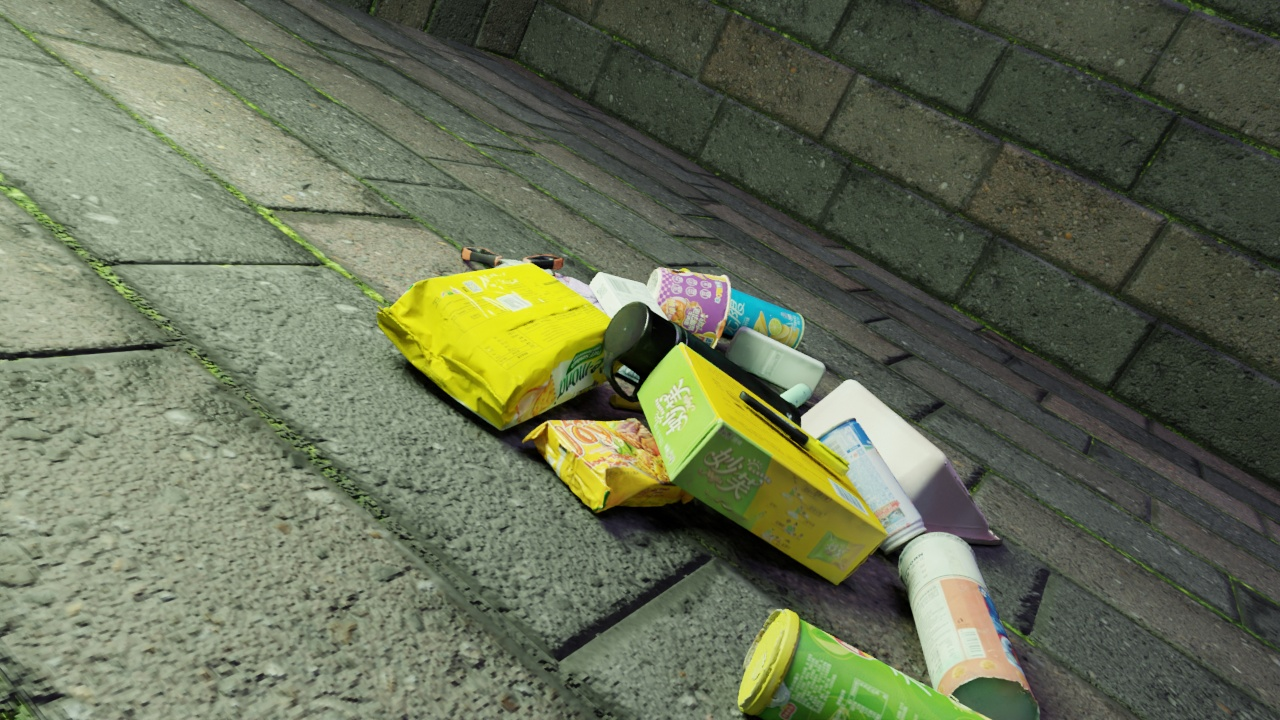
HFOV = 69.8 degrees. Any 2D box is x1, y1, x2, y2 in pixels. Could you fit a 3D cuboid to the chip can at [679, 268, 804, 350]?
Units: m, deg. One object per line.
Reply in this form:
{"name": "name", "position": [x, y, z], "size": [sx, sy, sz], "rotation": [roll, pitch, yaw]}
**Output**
{"name": "chip can", "position": [0.143, -0.071, 1.378], "size": [0.210, 0.071, 0.071], "rotation": [18, 21, -23]}

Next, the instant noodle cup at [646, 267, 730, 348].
{"name": "instant noodle cup", "position": [0.057, -0.074, 1.231], "size": [0.099, 0.112, 0.111], "rotation": [15, 21, -12]}

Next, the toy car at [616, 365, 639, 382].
{"name": "toy car", "position": [-0.006, 0.006, 1.039], "size": [0.090, 0.034, 0.042], "rotation": [30, 16, 4]}

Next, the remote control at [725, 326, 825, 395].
{"name": "remote control", "position": [0.186, 0.003, 1.265], "size": [0.136, 0.056, 0.020], "rotation": [25, 21, -4]}

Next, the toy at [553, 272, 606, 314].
{"name": "toy", "position": [-0.092, -0.084, 1.151], "size": [0.108, 0.039, 0.083], "rotation": [22, 18, -15]}

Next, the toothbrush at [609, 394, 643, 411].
{"name": "toothbrush", "position": [0.046, 0.054, 1.004], "size": [0.189, 0.017, 0.015], "rotation": [12, 25, -37]}

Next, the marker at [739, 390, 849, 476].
{"name": "marker", "position": [0.138, 0.064, 0.819], "size": [0.124, 0.015, 0.018], "rotation": [36, 9, -10]}

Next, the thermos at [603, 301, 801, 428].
{"name": "thermos", "position": [0.061, 0.032, 0.935], "size": [0.242, 0.090, 0.068], "rotation": [32, 0, -35]}

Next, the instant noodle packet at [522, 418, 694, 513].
{"name": "instant noodle packet", "position": [-0.025, 0.086, 0.785], "size": [0.128, 0.044, 0.111], "rotation": [4, 27, -49]}

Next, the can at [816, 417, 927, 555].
{"name": "can", "position": [0.233, 0.127, 0.935], "size": [0.053, 0.053, 0.134], "rotation": [-1, 55, -53]}

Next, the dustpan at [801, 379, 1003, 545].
{"name": "dustpan", "position": [0.272, 0.142, 1.087], "size": [0.273, 0.139, 0.222], "rotation": [48, -1, -43]}

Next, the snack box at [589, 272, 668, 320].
{"name": "snack box", "position": [0.004, -0.043, 1.130], "size": [0.084, 0.027, 0.156], "rotation": [10, 39, -46]}

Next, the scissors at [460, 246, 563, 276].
{"name": "scissors", "position": [-0.152, -0.117, 1.096], "size": [0.189, 0.015, 0.226], "rotation": [11, 11, 23]}

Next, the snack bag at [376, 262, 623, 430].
{"name": "snack bag", "position": [-0.120, -0.026, 0.869], "size": [0.158, 0.068, 0.245], "rotation": [36, 24, 14]}

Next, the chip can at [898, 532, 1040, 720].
{"name": "chip can", "position": [0.264, 0.224, 0.758], "size": [0.071, 0.071, 0.214], "rotation": [26, 19, -1]}

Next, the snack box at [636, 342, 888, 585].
{"name": "snack box", "position": [0.106, 0.092, 0.834], "size": [0.210, 0.070, 0.157], "rotation": [34, 15, -23]}

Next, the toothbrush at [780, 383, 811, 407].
{"name": "toothbrush", "position": [0.177, 0.058, 1.151], "size": [0.026, 0.027, 0.224], "rotation": [-5, 6, 25]}

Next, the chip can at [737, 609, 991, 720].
{"name": "chip can", "position": [0.174, 0.242, 0.589], "size": [0.221, 0.073, 0.072], "rotation": [28, 19, 3]}
